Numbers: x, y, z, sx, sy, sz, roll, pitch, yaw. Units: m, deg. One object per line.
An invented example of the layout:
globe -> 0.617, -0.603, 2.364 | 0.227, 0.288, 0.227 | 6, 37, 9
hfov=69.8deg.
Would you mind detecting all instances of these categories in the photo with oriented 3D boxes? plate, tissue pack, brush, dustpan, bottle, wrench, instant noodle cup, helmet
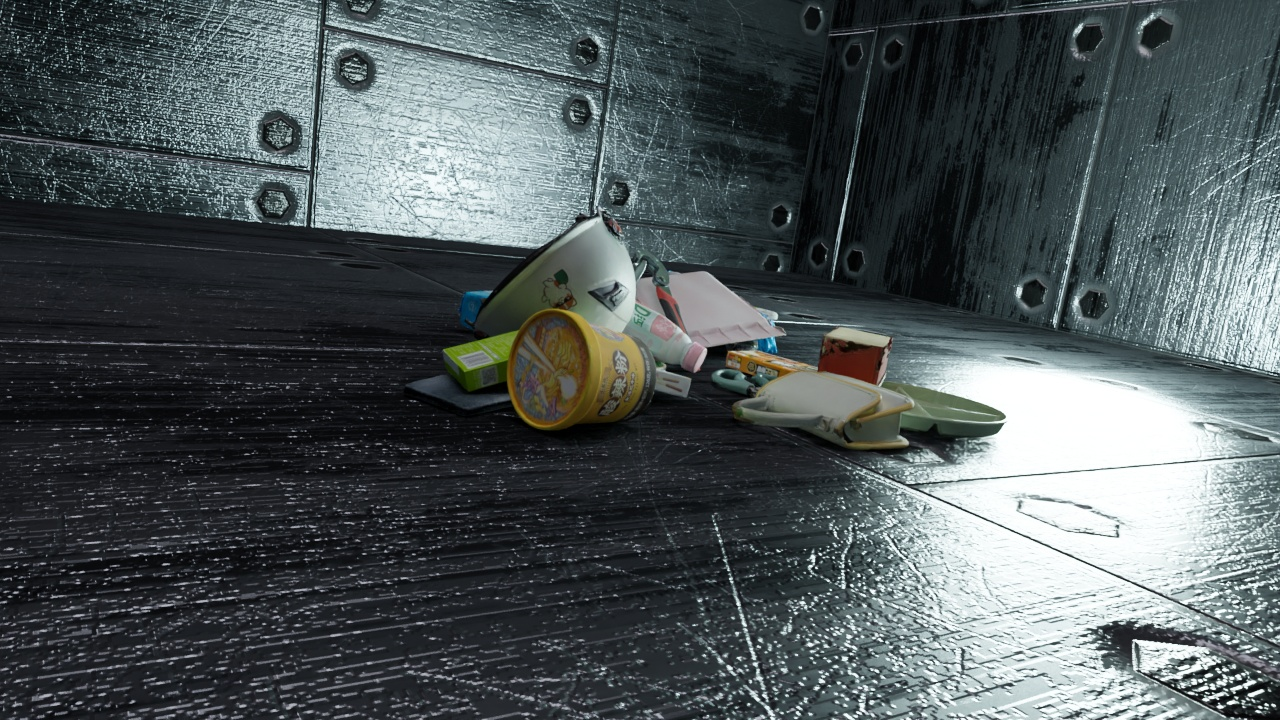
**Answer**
plate -> 0.364, 0.062, 1.212 | 0.230, 0.027, 0.230 | 8, 9, -1
tissue pack -> -0.197, -0.064, 1.367 | 0.140, 0.063, 0.089 | 18, 14, 39
brush -> 0.137, -0.091, 1.664 | 0.060, 0.109, 0.315 | -1, 12, -37
dustpan -> 0.073, -0.048, 1.536 | 0.222, 0.139, 0.273 | -7, 40, -28
bottle -> 0.000, -0.044, 1.309 | 0.197, 0.068, 0.068 | 29, 16, 16
wrench -> 0.044, -0.080, 1.406 | 0.056, 0.016, 0.273 | 13, 38, -32
instant noodle cup -> -0.055, 0.014, 0.929 | 0.119, 0.118, 0.114 | 17, 5, 41
helmet -> -0.094, -0.073, 1.179 | 0.157, 0.230, 0.274 | 49, -1, -9

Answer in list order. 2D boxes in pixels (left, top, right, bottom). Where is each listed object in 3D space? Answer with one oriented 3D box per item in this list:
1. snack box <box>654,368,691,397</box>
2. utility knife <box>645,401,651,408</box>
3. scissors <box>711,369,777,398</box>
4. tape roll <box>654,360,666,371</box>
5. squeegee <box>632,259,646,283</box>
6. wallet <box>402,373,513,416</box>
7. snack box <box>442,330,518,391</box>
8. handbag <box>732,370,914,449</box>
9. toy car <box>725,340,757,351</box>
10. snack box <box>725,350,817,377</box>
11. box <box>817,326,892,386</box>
snack box -> -0.023, 0.012, 1.090 | 0.156, 0.027, 0.085 | 15, 0, -41
utility knife -> -0.041, 0.032, 1.098 | 0.033, 0.015, 0.195 | 9, 7, -30
scissors -> 0.173, 0.040, 1.219 | 0.132, 0.019, 0.185 | 4, 13, -22
tape roll -> -0.007, 0.007, 1.263 | 0.086, 0.014, 0.085 | 8, 10, -2
squeegee -> -0.064, -0.085, 1.449 | 0.248, 0.040, 0.248 | 16, 48, 37
wallet -> -0.176, 0.034, 0.976 | 0.097, 0.019, 0.120 | 15, 15, 33
snack box -> -0.129, -0.010, 1.003 | 0.156, 0.026, 0.086 | -17, 23, -24
handbag -> 0.200, 0.054, 1.053 | 0.178, 0.063, 0.163 | -2, 12, -30
toy car -> 0.163, -0.024, 1.514 | 0.043, 0.034, 0.090 | 9, 8, -10
snack box -> 0.207, 0.014, 1.360 | 0.075, 0.026, 0.154 | -2, 15, -43
box -> 0.297, -0.012, 1.267 | 0.091, 0.080, 0.168 | 12, 10, 17
